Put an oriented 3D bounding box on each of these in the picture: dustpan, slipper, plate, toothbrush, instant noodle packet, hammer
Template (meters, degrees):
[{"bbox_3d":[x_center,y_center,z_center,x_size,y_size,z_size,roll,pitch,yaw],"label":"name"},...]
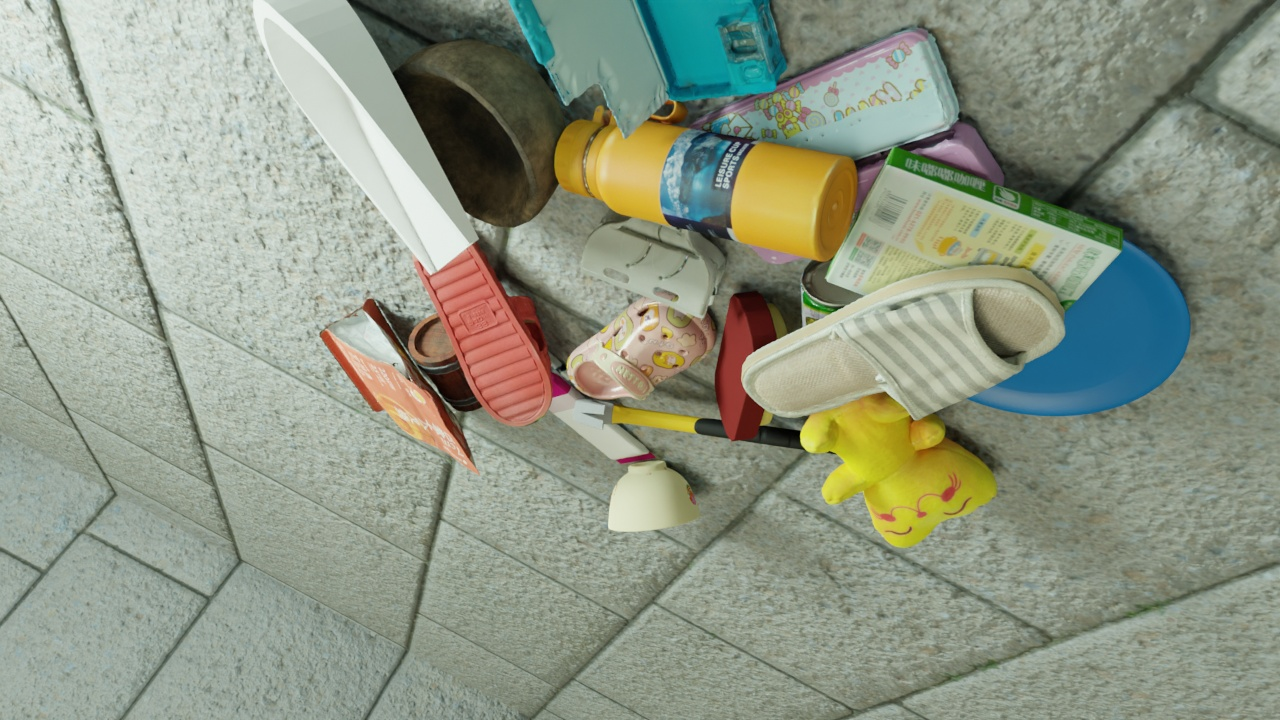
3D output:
[{"bbox_3d":[-0.244,-0.194,0.793,0.258,0.053,0.192,63,159,-8],"label":"dustpan"},{"bbox_3d":[-0.006,0.006,0.951,0.093,0.081,0.198,38,136,-22],"label":"slipper"},{"bbox_3d":[0.194,-0.001,0.733,0.273,0.053,0.114,-19,125,42],"label":"slipper"},{"bbox_3d":[0.310,-0.036,0.734,0.224,0.024,0.225,19,145,14],"label":"plate"},{"bbox_3d":[-0.165,-0.042,1.025,0.104,0.059,0.249,-16,111,20],"label":"slipper"},{"bbox_3d":[-0.147,-0.039,1.071,0.187,0.012,0.017,44,157,-22],"label":"toothbrush"},{"bbox_3d":[-0.286,0.044,1.136,0.221,0.083,0.164,36,157,41],"label":"instant noodle packet"},{"bbox_3d":[0.078,0.073,1.004,0.324,0.029,0.127,7,-178,20],"label":"hammer"}]

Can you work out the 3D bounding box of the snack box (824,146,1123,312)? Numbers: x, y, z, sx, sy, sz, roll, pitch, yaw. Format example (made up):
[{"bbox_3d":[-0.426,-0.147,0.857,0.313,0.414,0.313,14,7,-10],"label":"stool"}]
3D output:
[{"bbox_3d":[0.238,-0.076,0.678,0.168,0.027,0.132,22,146,4],"label":"snack box"}]

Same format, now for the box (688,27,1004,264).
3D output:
[{"bbox_3d":[0.146,-0.150,0.695,0.215,0.040,0.151,-12,126,44],"label":"box"}]

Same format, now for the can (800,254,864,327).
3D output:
[{"bbox_3d":[0.175,-0.030,0.802,0.067,0.067,0.121,13,143,22],"label":"can"}]

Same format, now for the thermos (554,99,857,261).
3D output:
[{"bbox_3d":[0.046,-0.144,0.704,0.233,0.091,0.076,18,160,29],"label":"thermos"}]

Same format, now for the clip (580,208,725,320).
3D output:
[{"bbox_3d":[0.013,-0.096,0.823,0.126,0.105,0.152,21,156,6],"label":"clip"}]

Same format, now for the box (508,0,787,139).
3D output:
[{"bbox_3d":[-0.007,-0.265,0.610,0.168,0.086,0.227,-22,131,6],"label":"box"}]

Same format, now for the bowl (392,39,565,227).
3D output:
[{"bbox_3d":[-0.130,-0.197,0.777,0.162,0.070,0.162,29,150,19],"label":"bowl"}]

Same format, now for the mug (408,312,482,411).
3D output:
[{"bbox_3d":[-0.208,0.002,1.123,0.117,0.081,0.111,-8,141,9],"label":"mug"}]

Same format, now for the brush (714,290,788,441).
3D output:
[{"bbox_3d":[0.109,0.008,0.893,0.042,0.082,0.174,-7,145,-9],"label":"brush"}]

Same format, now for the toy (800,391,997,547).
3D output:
[{"bbox_3d":[0.245,0.097,0.900,0.135,0.087,0.194,-38,115,22],"label":"toy"}]

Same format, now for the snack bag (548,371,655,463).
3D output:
[{"bbox_3d":[-0.068,0.072,1.148,0.196,0.016,0.070,41,145,-27],"label":"snack bag"}]

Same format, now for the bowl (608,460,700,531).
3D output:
[{"bbox_3d":[0.013,0.167,1.165,0.118,0.117,0.074,-7,90,41],"label":"bowl"}]
